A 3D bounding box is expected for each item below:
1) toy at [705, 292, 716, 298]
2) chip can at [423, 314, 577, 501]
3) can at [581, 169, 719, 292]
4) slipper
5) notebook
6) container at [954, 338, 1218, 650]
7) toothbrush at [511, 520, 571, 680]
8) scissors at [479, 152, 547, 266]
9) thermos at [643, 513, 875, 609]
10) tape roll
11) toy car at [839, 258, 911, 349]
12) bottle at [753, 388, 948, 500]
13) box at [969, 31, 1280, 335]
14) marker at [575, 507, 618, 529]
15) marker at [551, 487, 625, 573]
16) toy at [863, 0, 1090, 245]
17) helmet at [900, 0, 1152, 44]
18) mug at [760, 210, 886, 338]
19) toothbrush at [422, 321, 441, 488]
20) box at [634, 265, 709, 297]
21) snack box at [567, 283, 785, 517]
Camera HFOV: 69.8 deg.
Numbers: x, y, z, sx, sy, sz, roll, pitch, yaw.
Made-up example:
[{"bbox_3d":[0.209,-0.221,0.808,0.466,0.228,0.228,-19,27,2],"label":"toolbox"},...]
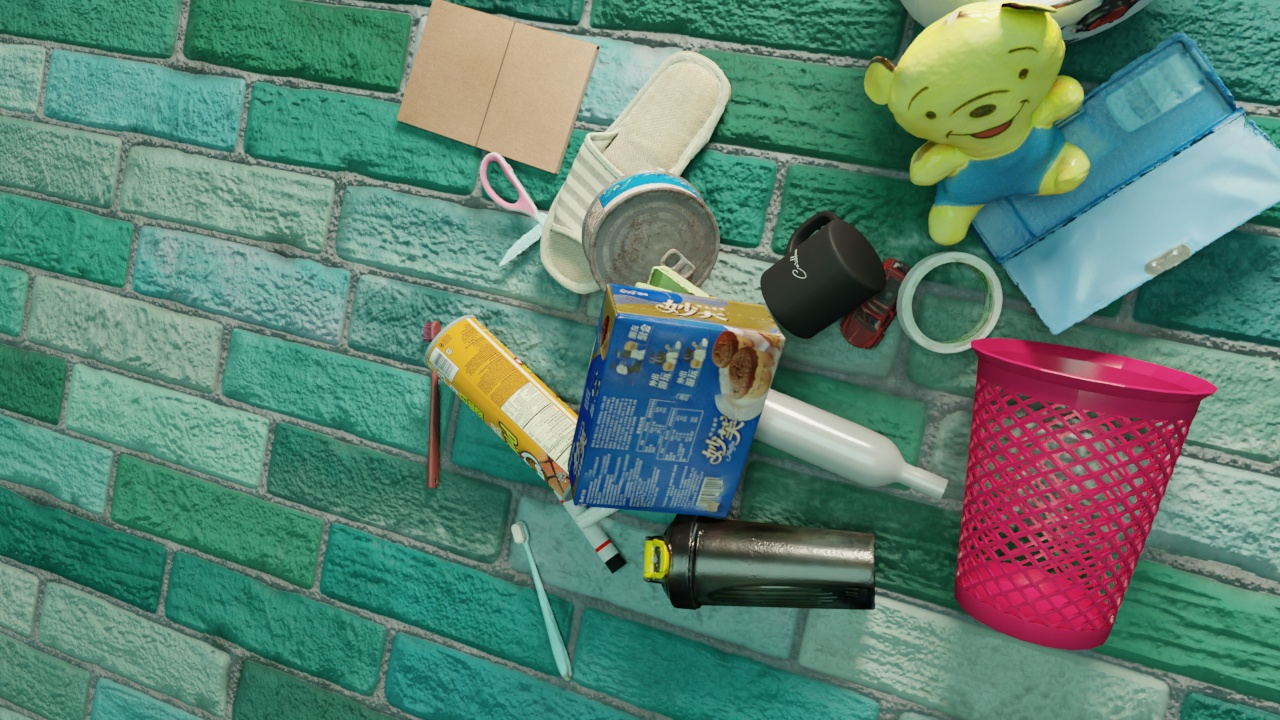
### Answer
[{"bbox_3d":[0.045,-0.023,0.934,0.084,0.046,0.103,41,99,27],"label":"toy"},{"bbox_3d":[-0.130,0.049,0.975,0.215,0.075,0.075,42,103,13],"label":"chip can"},{"bbox_3d":[0.010,-0.117,0.900,0.130,0.044,0.130,-7,125,-10],"label":"can"},{"bbox_3d":[-0.008,-0.190,0.934,0.114,0.054,0.273,36,101,6],"label":"slipper"},{"bbox_3d":[-0.160,-0.304,1.010,0.209,0.008,0.141,22,98,17],"label":"notebook"},{"bbox_3d":[0.352,0.111,0.775,0.183,0.182,0.226,11,102,18],"label":"container"},{"bbox_3d":[-0.108,0.264,1.005,0.016,0.016,0.180,-20,86,17],"label":"toothbrush"},{"bbox_3d":[-0.096,-0.166,0.982,0.173,0.013,0.170,-36,87,11],"label":"scissors"},{"bbox_3d":[0.115,0.198,0.890,0.221,0.098,0.098,1,92,15],"label":"thermos"},{"bbox_3d":[0.285,-0.054,0.847,0.094,0.018,0.094,-1,100,-4],"label":"tape roll"},{"bbox_3d":[0.227,-0.053,0.877,0.042,0.036,0.091,35,107,13],"label":"toy car"},{"bbox_3d":[0.195,0.084,0.880,0.195,0.052,0.052,23,98,17],"label":"bottle"},{"bbox_3d":[0.415,-0.151,0.805,0.232,0.047,0.176,-33,74,16],"label":"box"},{"bbox_3d":[-0.008,0.137,0.956,0.133,0.020,0.017,-31,59,7],"label":"marker"},{"bbox_3d":[-0.065,0.164,0.986,0.019,0.019,0.145,-39,80,15],"label":"marker"},{"bbox_3d":[0.275,-0.200,0.741,0.149,0.214,0.083,-22,48,23],"label":"toy"},{"bbox_3d":[0.335,-0.362,0.764,0.264,0.163,0.236,-8,77,10],"label":"helmet"},{"bbox_3d":[0.169,-0.090,0.867,0.088,0.078,0.113,-37,42,37],"label":"mug"},{"bbox_3d":[-0.238,0.050,1.042,0.016,0.016,0.190,2,92,23],"label":"toothbrush"},{"bbox_3d":[0.007,0.007,0.900,0.077,0.090,0.188,26,117,12],"label":"box"},{"bbox_3d":[0.027,0.042,0.852,0.155,0.069,0.203,7,119,-13],"label":"snack box"}]
